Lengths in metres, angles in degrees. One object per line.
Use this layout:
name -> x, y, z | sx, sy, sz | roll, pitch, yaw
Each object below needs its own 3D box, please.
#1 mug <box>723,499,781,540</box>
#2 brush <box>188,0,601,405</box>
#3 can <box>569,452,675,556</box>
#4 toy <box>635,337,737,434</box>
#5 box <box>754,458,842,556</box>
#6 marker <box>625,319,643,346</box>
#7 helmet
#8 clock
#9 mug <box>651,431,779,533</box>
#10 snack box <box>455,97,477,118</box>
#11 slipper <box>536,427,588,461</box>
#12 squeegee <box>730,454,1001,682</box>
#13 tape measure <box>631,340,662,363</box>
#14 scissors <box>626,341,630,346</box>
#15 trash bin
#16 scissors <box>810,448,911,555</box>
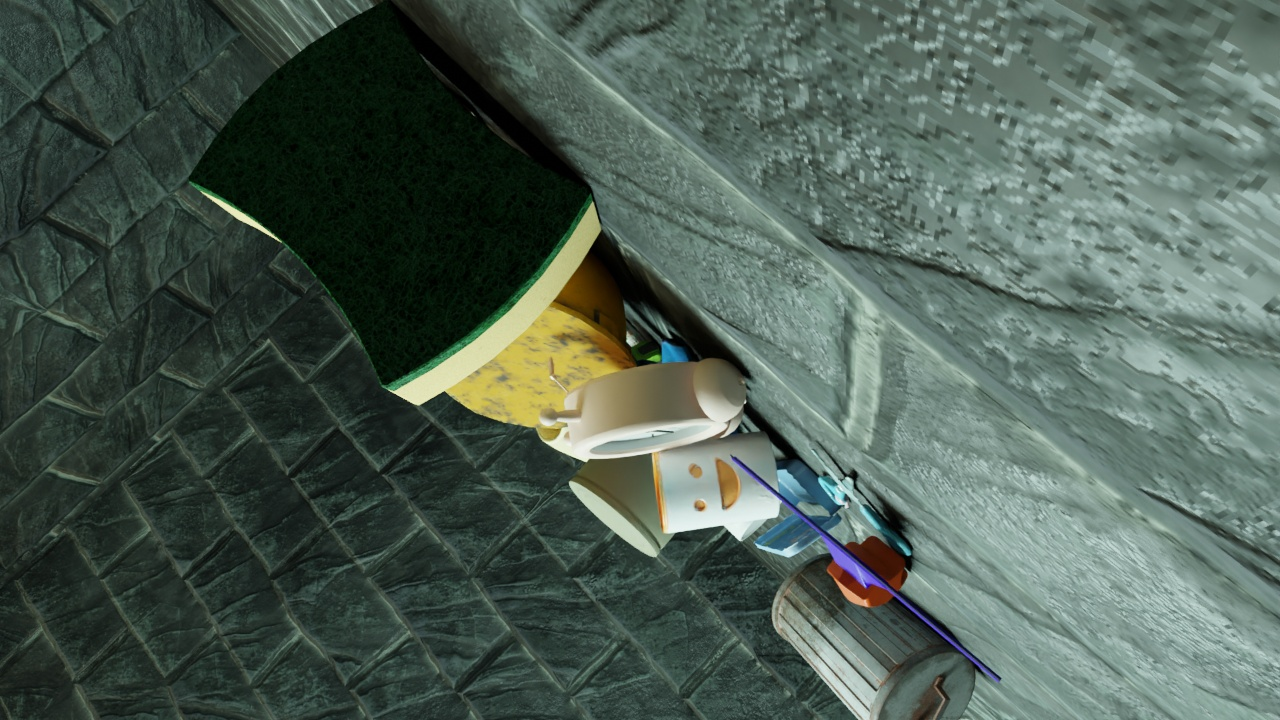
mug -> 0.099, 0.149, 1.050 | 0.097, 0.079, 0.111 | 43, -152, 19
brush -> -0.177, -0.116, 0.678 | 0.250, 0.195, 0.075 | 44, 174, 11
can -> -0.008, 0.145, 0.999 | 0.128, 0.073, 0.128 | 37, 163, 13
toy -> 0.043, 0.045, 0.898 | 0.113, 0.071, 0.176 | 18, 154, 52
box -> 0.138, 0.151, 0.907 | 0.072, 0.079, 0.210 | 42, 174, 4
marker -> -0.041, -0.059, 0.989 | 0.145, 0.017, 0.017 | 47, 174, -14
helmet -> -0.099, -0.046, 0.848 | 0.205, 0.131, 0.256 | 7, 155, 1
clock -> 0.006, 0.032, 0.759 | 0.131, 0.160, 0.086 | 68, -163, -76
mug -> 0.067, 0.110, 0.836 | 0.082, 0.105, 0.082 | 168, 95, -88
snack box -> -0.172, -0.198, 0.831 | 0.143, 0.041, 0.147 | 42, 174, 30
slipper -> -0.091, 0.062, 1.071 | 0.261, 0.079, 0.111 | 52, -178, -40
squeegee -> 0.190, 0.175, 0.754 | 0.249, 0.055, 0.184 | 39, -172, 30
tape measure -> -0.006, 0.006, 0.968 | 0.036, 0.065, 0.059 | 51, 170, 24
scissors -> -0.029, -0.027, 1.117 | 0.131, 0.019, 0.150 | 48, 174, -27
trash bin -> 0.252, 0.318, 1.002 | 0.131, 0.130, 0.211 | 49, 174, -33
scissors -> 0.176, 0.117, 0.729 | 0.120, 0.015, 0.138 | 43, 179, 18
